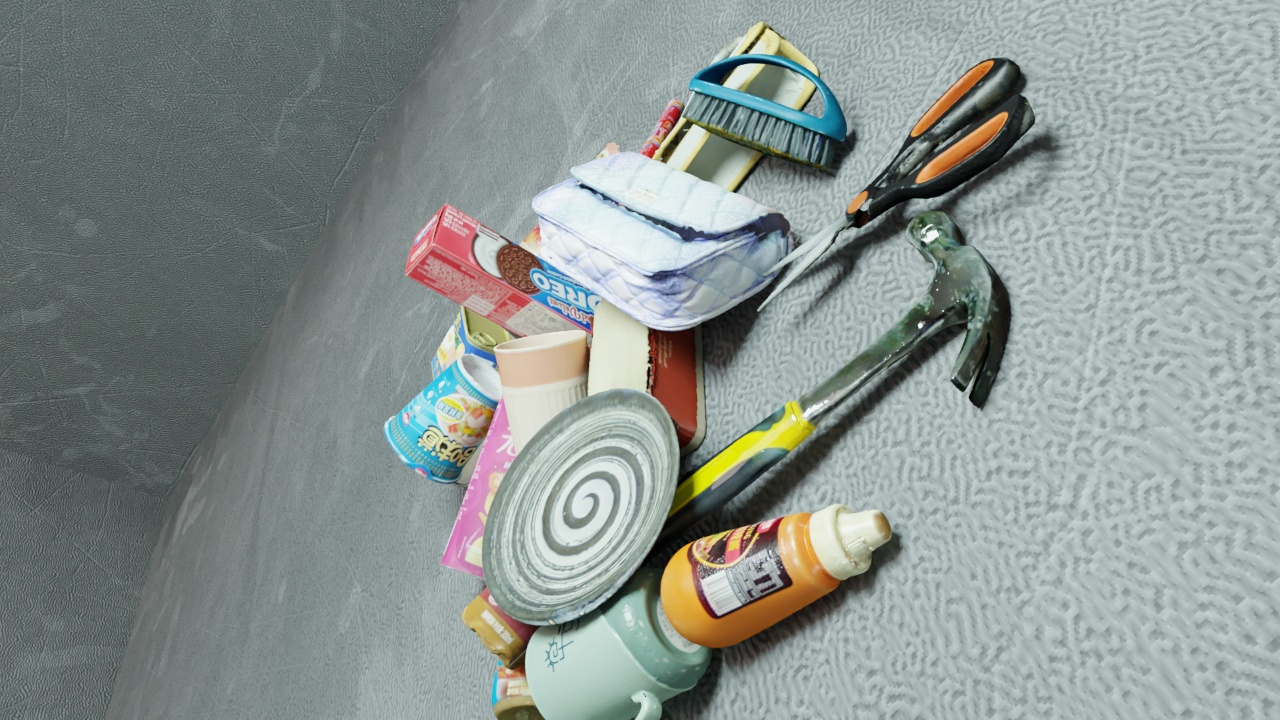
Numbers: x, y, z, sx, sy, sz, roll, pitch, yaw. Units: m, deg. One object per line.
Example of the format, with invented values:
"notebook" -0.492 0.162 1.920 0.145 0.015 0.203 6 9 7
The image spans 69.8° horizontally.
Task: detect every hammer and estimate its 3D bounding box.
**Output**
"hammer" 0.088 0.047 0.582 0.324 0.032 0.126 -41 36 22

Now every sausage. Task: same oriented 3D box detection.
"sausage" 0.019 -0.228 0.931 0.020 0.020 0.155 -34 22 42

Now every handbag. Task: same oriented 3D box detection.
"handbag" 0.010 -0.105 0.734 0.194 0.134 0.076 33 141 42
"handbag" 0.072 -0.241 0.858 0.164 0.063 0.178 -49 28 22

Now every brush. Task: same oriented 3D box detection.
"brush" 0.099 -0.202 0.723 0.144 0.055 0.074 30 110 32

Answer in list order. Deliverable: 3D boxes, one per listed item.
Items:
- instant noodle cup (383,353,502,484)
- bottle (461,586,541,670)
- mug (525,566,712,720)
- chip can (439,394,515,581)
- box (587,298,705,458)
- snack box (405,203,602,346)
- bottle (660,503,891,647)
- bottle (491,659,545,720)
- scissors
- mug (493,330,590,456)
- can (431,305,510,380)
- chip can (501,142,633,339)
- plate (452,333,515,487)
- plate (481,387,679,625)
"instant noodle cup" -0.191 0.056 0.945 0.110 0.099 0.099 -47 32 13
"bottle" -0.051 0.147 0.685 0.174 0.057 0.057 -43 24 -17
"mug" -0.012 0.201 0.597 0.107 0.082 0.111 -37 34 30
"chip can" -0.124 0.106 0.882 0.072 0.071 0.210 -6 63 57
"box" -0.004 0.004 0.759 0.092 0.076 0.168 -38 37 38
"snack box" -0.113 -0.064 0.861 0.058 0.207 0.057 -34 37 40
"bottle" 0.081 0.122 0.544 0.150 0.066 0.066 -32 41 33
"bottle" -0.080 0.184 0.752 0.065 0.065 0.218 -40 35 36
"scissors" 0.167 -0.117 0.614 0.197 0.021 0.227 -58 17 -22
"mug" -0.072 0.029 0.825 0.082 0.114 0.106 -3 101 32
"can" -0.190 -0.004 1.022 0.083 0.057 0.102 -57 28 18
"chip can" -0.077 -0.121 0.943 0.214 0.071 0.071 -48 29 -1
"plate" -0.142 0.019 1.021 0.162 0.034 0.265 4 71 60
"plate" -0.040 0.101 0.639 0.180 0.024 0.179 -28 40 26
